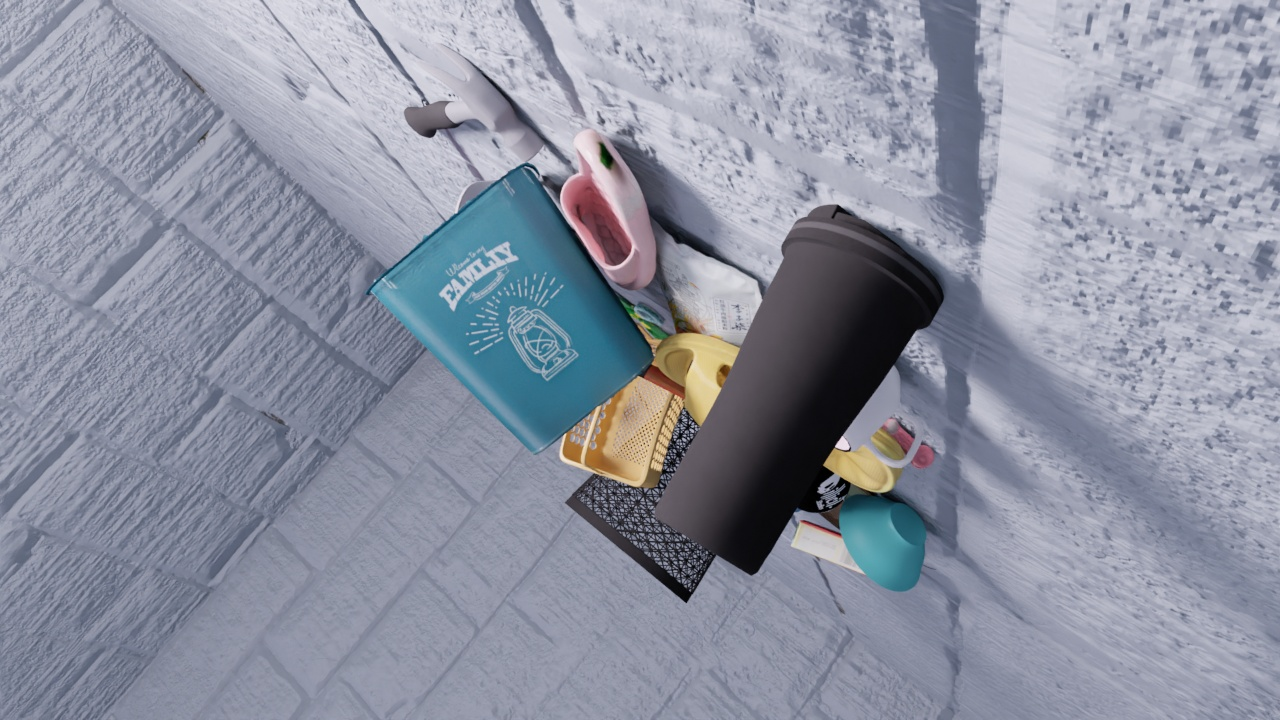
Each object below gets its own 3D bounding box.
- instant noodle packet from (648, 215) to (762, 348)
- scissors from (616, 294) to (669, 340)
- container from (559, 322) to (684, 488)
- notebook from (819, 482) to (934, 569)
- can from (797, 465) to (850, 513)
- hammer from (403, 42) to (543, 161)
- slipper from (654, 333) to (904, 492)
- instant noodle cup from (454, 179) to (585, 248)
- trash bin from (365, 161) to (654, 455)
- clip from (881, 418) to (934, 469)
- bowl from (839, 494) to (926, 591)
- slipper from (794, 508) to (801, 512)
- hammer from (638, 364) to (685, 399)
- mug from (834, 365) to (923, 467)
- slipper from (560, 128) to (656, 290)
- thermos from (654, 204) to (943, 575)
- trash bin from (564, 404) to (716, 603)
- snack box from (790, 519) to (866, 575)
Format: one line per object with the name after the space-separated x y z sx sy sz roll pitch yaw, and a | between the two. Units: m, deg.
0.068 -0.033 0.898 0.147 0.057 0.269 33 163 28 | instant noodle packet
-0.007 -0.061 1.151 0.130 0.012 0.117 37 169 6 | scissors
-0.019 0.057 1.148 0.129 0.183 0.167 16 169 23 | container
0.272 0.195 1.199 0.190 0.034 0.215 40 171 -2 | notebook
0.189 0.115 1.017 0.080 0.080 0.146 34 169 28 | can
-0.200 -0.257 0.947 0.125 0.029 0.311 44 170 -27 | hammer
0.115 0.058 0.860 0.263 0.078 0.100 28 152 20 | slipper
-0.137 -0.133 1.058 0.122 0.121 0.137 26 157 18 | instant noodle cup
-0.112 -0.045 0.907 0.218 0.196 0.199 51 -176 -6 | trash bin
0.237 0.075 0.836 0.058 0.023 0.050 43 174 -13 | clip
0.287 0.195 1.039 0.121 0.120 0.046 40 131 -3 | bowl
0.133 0.109 1.172 0.213 0.059 0.104 53 172 9 | slipper
-0.006 0.006 1.040 0.333 0.033 0.132 28 -159 -7 | hammer
0.171 0.031 0.719 0.124 0.076 0.090 40 170 0 | mug
-0.032 -0.125 0.793 0.106 0.055 0.222 55 171 13 | slipper
0.094 0.021 0.572 0.106 0.218 0.106 31 172 5 | thermos
0.055 0.174 1.291 0.217 0.243 0.217 38 170 8 | trash bin
0.285 0.264 1.274 0.143 0.040 0.145 19 175 15 | snack box
